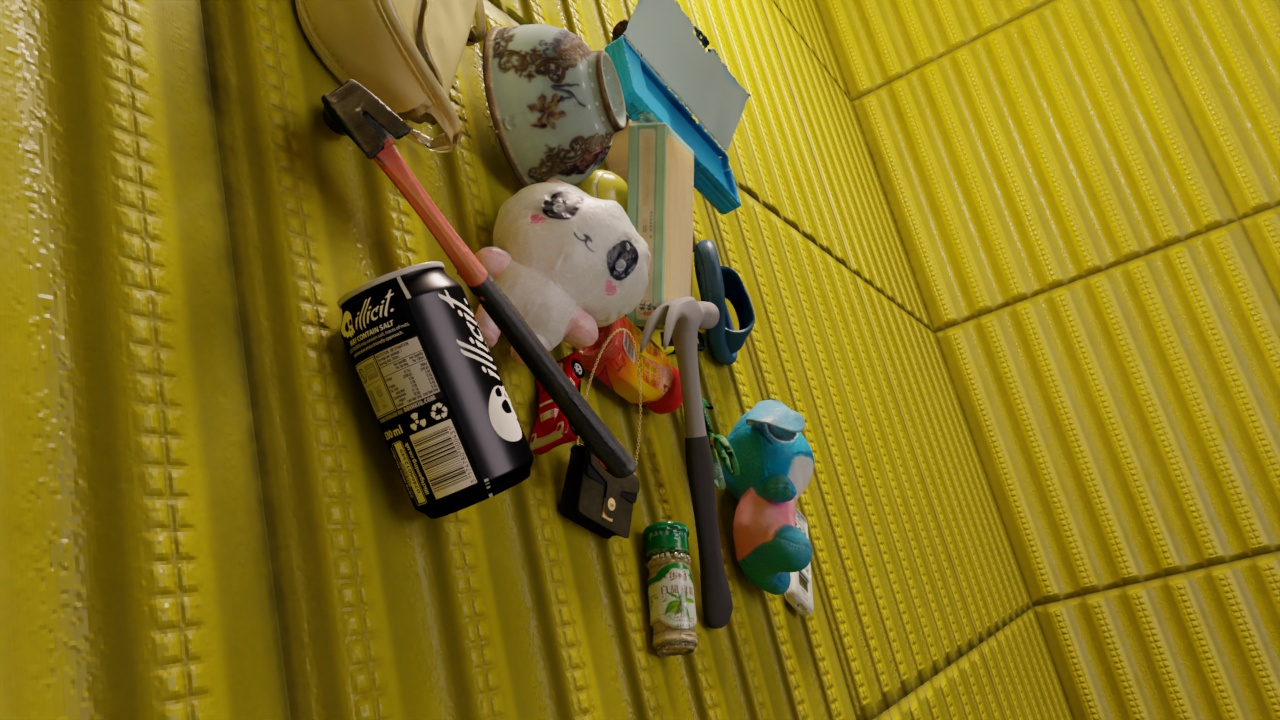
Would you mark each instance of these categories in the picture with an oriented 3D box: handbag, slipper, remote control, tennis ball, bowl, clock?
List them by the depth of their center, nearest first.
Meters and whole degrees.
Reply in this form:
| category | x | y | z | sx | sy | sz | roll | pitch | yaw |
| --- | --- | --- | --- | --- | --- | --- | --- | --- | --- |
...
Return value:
| category | x | y | z | sx | sy | sz | roll | pitch | yaw |
| --- | --- | --- | --- | --- | --- | --- | --- | --- | --- |
| handbag | -0.183 | -0.294 | 0.719 | 0.191 | 0.089 | 0.232 | 49 | 30 | -40 |
| handbag | -0.022 | 0.054 | 0.769 | 0.084 | 0.027 | 0.177 | 39 | 51 | -45 |
| bowl | -0.068 | -0.237 | 0.842 | 0.159 | 0.094 | 0.160 | -11 | 89 | -76 |
| tennis ball | -0.040 | -0.155 | 0.907 | 0.065 | 0.065 | 0.065 | 43 | 34 | -41 |
| slipper | 0.098 | -0.071 | 1.067 | 0.214 | 0.059 | 0.103 | 67 | 12 | -63 |
| clock | 0.001 | -0.246 | 1.070 | 0.116 | 0.059 | 0.158 | 0 | 69 | -64 |
| remote control | 0.180 | 0.231 | 1.076 | 0.050 | 0.022 | 0.133 | 49 | 31 | -35 |

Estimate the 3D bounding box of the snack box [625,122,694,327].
| category | x | y | z | sx | sy | sz | roll | pitch | yaw |
| --- | --- | --- | --- | --- | --- | --- | --- | --- | --- |
| snack box | 0.023 | -0.130 | 0.934 | 0.141 | 0.044 | 0.193 | -9 | 100 | -75 |

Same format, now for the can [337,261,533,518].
| category | x | y | z | sx | sy | sz | roll | pitch | yaw |
| --- | --- | --- | --- | --- | --- | --- | --- | --- | --- |
| can | -0.128 | 0.019 | 0.576 | 0.080 | 0.080 | 0.146 | -24 | 91 | -65 |

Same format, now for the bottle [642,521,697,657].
| category | x | y | z | sx | sy | sz | roll | pitch | yaw |
| --- | --- | --- | --- | --- | --- | --- | --- | --- | --- |
| bottle | 0.025 | 0.194 | 0.783 | 0.042 | 0.043 | 0.109 | 37 | 40 | -47 |

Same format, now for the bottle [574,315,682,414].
| category | x | y | z | sx | sy | sz | roll | pitch | yaw |
| --- | --- | --- | --- | --- | --- | --- | --- | --- | --- |
| bottle | -0.005 | 0.005 | 0.865 | 0.134 | 0.049 | 0.071 | 39 | 39 | -45 |

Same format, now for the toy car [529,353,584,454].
| category | x | y | z | sx | sy | sz | roll | pitch | yaw |
| --- | --- | --- | --- | --- | --- | --- | --- | --- | --- |
| toy car | -0.067 | 0.034 | 0.733 | 0.025 | 0.038 | 0.089 | 39 | 37 | -41 |

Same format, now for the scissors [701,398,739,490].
| category | x | y | z | sx | sy | sz | roll | pitch | yaw |
| --- | --- | --- | --- | --- | --- | --- | --- | --- | --- |
| scissors | 0.071 | 0.082 | 0.953 | 0.123 | 0.011 | 0.127 | 86 | -21 | -44 |

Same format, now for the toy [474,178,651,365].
| category | x | y | z | sx | sy | sz | roll | pitch | yaw |
| --- | --- | --- | --- | --- | --- | --- | --- | --- | --- |
| toy | -0.071 | -0.068 | 0.750 | 0.139 | 0.102 | 0.179 | 40 | 50 | -8 |

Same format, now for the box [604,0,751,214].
| category | x | y | z | sx | sy | sz | roll | pitch | yaw |
| --- | --- | --- | --- | --- | --- | --- | --- | --- | --- |
| box | 0.045 | -0.298 | 1.062 | 0.243 | 0.060 | 0.175 | 34 | 57 | -50 |

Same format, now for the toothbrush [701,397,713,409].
| category | x | y | z | sx | sy | sz | roll | pitch | yaw |
| --- | --- | --- | --- | --- | --- | --- | --- | --- | --- |
| toothbrush | 0.029 | 0.019 | 0.964 | 0.188 | 0.014 | 0.017 | 37 | 52 | -47 |

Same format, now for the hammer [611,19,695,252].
| category | x | y | z | sx | sy | sz | roll | pitch | yaw |
| --- | --- | --- | --- | --- | --- | --- | --- | --- | --- |
| hammer | 0.031 | -0.283 | 1.193 | 0.120 | 0.033 | 0.329 | 26 | 48 | -56 |

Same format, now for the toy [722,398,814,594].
| category | x | y | z | sx | sy | sz | roll | pitch | yaw |
| --- | --- | --- | --- | --- | --- | --- | --- | --- | --- |
| toy | 0.138 | 0.150 | 0.977 | 0.224 | 0.099 | 0.191 | 83 | 6 | -58 |

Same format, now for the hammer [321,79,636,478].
| category | x | y | z | sx | sy | sz | roll | pitch | yaw |
| --- | --- | --- | --- | --- | --- | --- | --- | --- | --- |
| hammer | -0.103 | -0.045 | 0.637 | 0.333 | 0.033 | 0.133 | 55 | -11 | -21 |

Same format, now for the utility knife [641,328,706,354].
| category | x | y | z | sx | sy | sz | roll | pitch | yaw |
| --- | --- | --- | --- | --- | --- | --- | --- | --- | --- |
| utility knife | 0.041 | -0.022 | 1.014 | 0.174 | 0.020 | 0.028 | -6 | 77 | -65 |

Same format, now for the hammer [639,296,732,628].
| category | x | y | z | sx | sy | sz | roll | pitch | yaw |
| --- | --- | --- | --- | --- | --- | --- | --- | --- | --- |
| hammer | 0.053 | 0.094 | 0.860 | 0.124 | 0.030 | 0.311 | -4 | 87 | -61 |
